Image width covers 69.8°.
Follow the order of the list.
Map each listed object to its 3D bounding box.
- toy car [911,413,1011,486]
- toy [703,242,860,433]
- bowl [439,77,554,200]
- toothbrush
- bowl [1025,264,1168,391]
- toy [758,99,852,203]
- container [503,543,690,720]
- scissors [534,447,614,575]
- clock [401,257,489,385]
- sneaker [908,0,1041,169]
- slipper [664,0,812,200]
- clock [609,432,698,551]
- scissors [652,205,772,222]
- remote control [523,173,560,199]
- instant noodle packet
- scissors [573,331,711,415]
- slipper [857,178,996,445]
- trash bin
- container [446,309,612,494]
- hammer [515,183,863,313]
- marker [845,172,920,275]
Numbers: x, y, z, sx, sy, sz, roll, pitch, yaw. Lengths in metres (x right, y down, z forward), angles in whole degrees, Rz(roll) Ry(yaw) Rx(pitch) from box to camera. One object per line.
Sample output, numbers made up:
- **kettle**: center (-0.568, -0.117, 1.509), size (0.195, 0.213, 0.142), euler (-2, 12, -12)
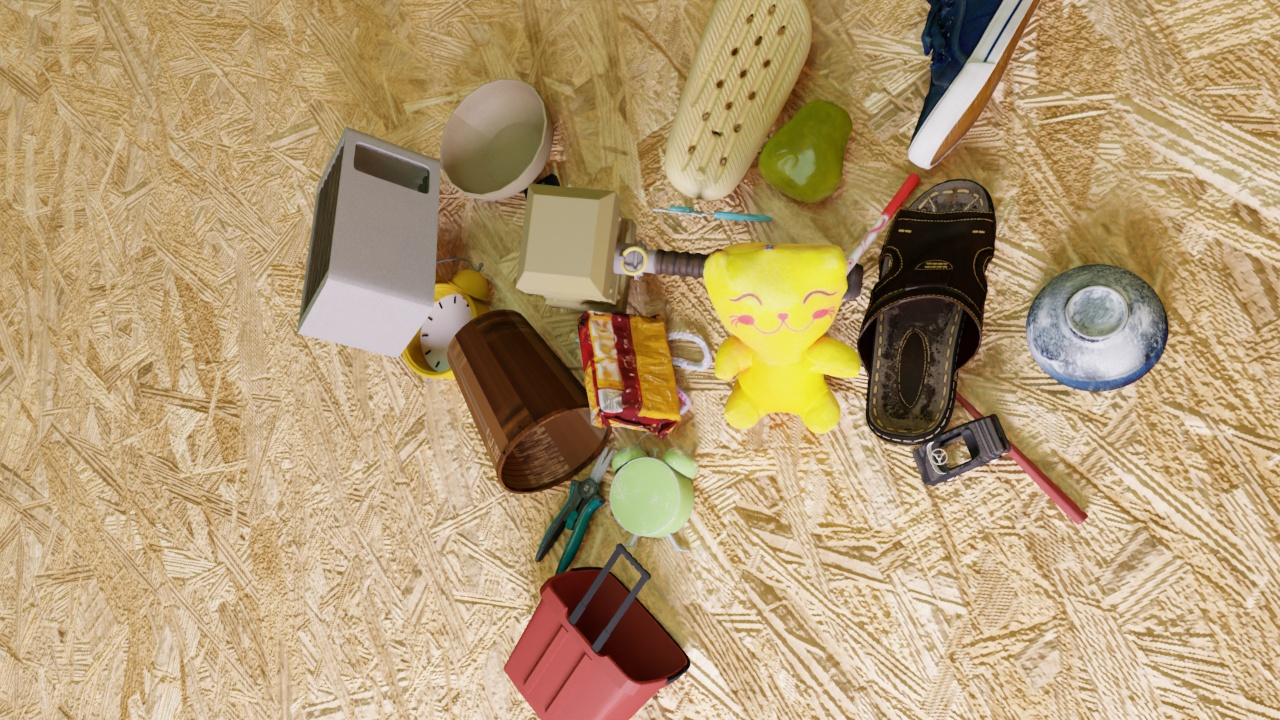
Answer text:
- **toy car**: center (0.282, 0.081, 0.815), size (0.093, 0.037, 0.040), euler (-40, 61, 49)
- **toy**: center (0.135, -0.026, 0.852), size (0.134, 0.194, 0.087), euler (-1, 35, 16)
- **bowl**: center (-0.167, -0.261, 1.115), size (0.153, 0.050, 0.152), euler (-7, 75, 24)
- **toothbrush**: center (0.327, 0.069, 0.824), size (0.016, 0.016, 0.190), euler (-41, 64, 6)
- **bowl**: center (0.393, -0.033, 0.792), size (0.114, 0.060, 0.114), euler (-6, 77, 24)
- **toy**: center (0.176, -0.218, 0.943), size (0.090, 0.051, 0.110), euler (34, 91, 25)
- **container**: center (-0.027, 0.259, 0.884), size (0.148, 0.126, 0.201), euler (42, 107, 28)
- **scissors**: center (-0.065, 0.166, 0.983), size (0.128, 0.019, 0.141), euler (-21, 63, 26)
- **clock**: center (-0.231, -0.048, 1.097), size (0.114, 0.052, 0.152), euler (-2, 82, 25)
- **sneaker**: center (0.305, -0.327, 0.880), size (0.127, 0.120, 0.294), euler (26, 87, 15)
- **slipper**: center (0.102, -0.282, 0.978), size (0.111, 0.079, 0.261), euler (21, 80, 5)
- **clock**: center (0.013, 0.133, 0.943), size (0.094, 0.042, 0.119), euler (-2, 77, 24)
- **scissors**: center (0.065, -0.156, 0.961), size (0.134, 0.135, 0.015), euler (27, 109, 61)
- **remote control**: center (-0.100, -0.150, 1.073), size (0.047, 0.022, 0.150), euler (-28, 68, 17)
- **instant noodle packet**: center (-0.013, 0.011, 0.939), size (0.040, 0.098, 0.135), euler (-46, 46, 51)
- **scissors**: center (0.001, -0.017, 1.002), size (0.179, 0.016, 0.103), euler (35, 95, 31)
- **slipper**: center (0.262, -0.054, 0.840), size (0.113, 0.076, 0.267), euler (9, 73, 27)
- **trash bin**: center (-0.312, -0.137, 1.066), size (0.115, 0.114, 0.228), euler (-42, 43, 43)
- **container**: center (-0.129, 0.038, 0.991), size (0.132, 0.132, 0.167), euler (-43, 58, 10)
- **hammer**: center (0.057, -0.095, 0.925), size (0.325, 0.190, 0.100), euler (6, 87, 8)
- **marker**: center (0.230, -0.130, 0.890), size (0.013, 0.013, 0.142), euler (30, 71, 28)
